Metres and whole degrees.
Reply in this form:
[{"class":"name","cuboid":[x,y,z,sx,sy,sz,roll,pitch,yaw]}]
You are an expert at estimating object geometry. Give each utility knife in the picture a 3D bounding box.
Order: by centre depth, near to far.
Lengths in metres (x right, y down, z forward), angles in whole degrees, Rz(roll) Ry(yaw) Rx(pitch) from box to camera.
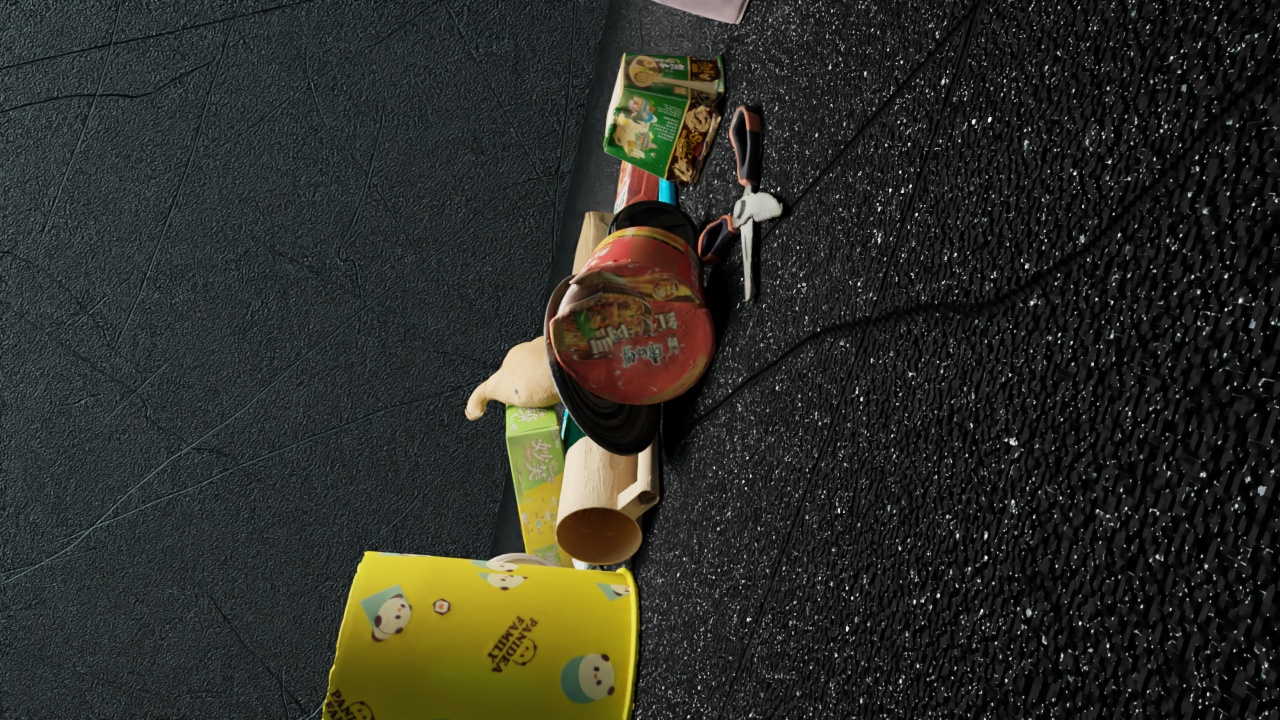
[{"class":"utility knife","cuboid":[0.031,-0.207,1.101,0.186,0.018,0.034,-89,14,-51]}]

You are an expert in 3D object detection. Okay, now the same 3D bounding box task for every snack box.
[{"class":"snack box","cuboid":[0.021,-0.263,0.970,0.117,0.105,0.118,-88,15,-46]},{"class":"snack box","cuboid":[-0.128,0.167,1.211,0.157,0.070,0.210,-123,24,-75]},{"class":"snack box","cuboid":[-0.006,-0.232,1.252,0.127,0.044,0.113,132,148,-71]}]

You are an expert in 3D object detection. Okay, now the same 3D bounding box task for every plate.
[{"class":"plate","cuboid":[-0.038,0.006,0.859,0.024,0.179,0.179,-20,47,28]}]

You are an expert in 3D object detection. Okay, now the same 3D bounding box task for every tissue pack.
[{"class":"tissue pack","cuboid":[-0.077,0.080,1.271,0.133,0.050,0.093,-135,55,-78]}]

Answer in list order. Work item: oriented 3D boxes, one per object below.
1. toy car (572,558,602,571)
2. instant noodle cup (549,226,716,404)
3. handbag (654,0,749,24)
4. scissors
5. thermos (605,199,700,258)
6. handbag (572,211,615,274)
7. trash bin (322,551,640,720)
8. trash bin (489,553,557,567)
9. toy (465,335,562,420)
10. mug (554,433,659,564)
[{"class":"toy car","cuboid":[-0.061,0.228,1.073,0.043,0.034,0.090,119,159,-50]},{"class":"instant noodle cup","cuboid":[0.000,-0.046,0.800,0.108,0.138,0.138,-77,4,-57]},{"class":"handbag","cuboid":[0.017,-0.421,0.919,0.099,0.197,0.144,117,162,-49]},{"class":"scissors","cuboid":[0.082,-0.130,0.748,0.227,0.015,0.189,161,120,-77]},{"class":"thermos","cuboid":[0.007,-0.094,0.925,0.143,0.093,0.093,107,171,-65]},{"class":"handbag","cuboid":[-0.035,-0.086,1.119,0.204,0.100,0.148,-90,8,-47]},{"class":"trash bin","cuboid":[-0.152,0.292,0.869,0.230,0.255,0.229,-169,91,-80]},{"class":"trash bin","cuboid":[-0.167,0.340,1.090,0.193,0.227,0.227,-55,23,36]},{"class":"toy","cuboid":[-0.128,0.014,1.209,0.143,0.225,0.082,30,147,59]},{"class":"mug","cuboid":[-0.026,0.124,0.902,0.125,0.084,0.103,-43,27,29]}]
